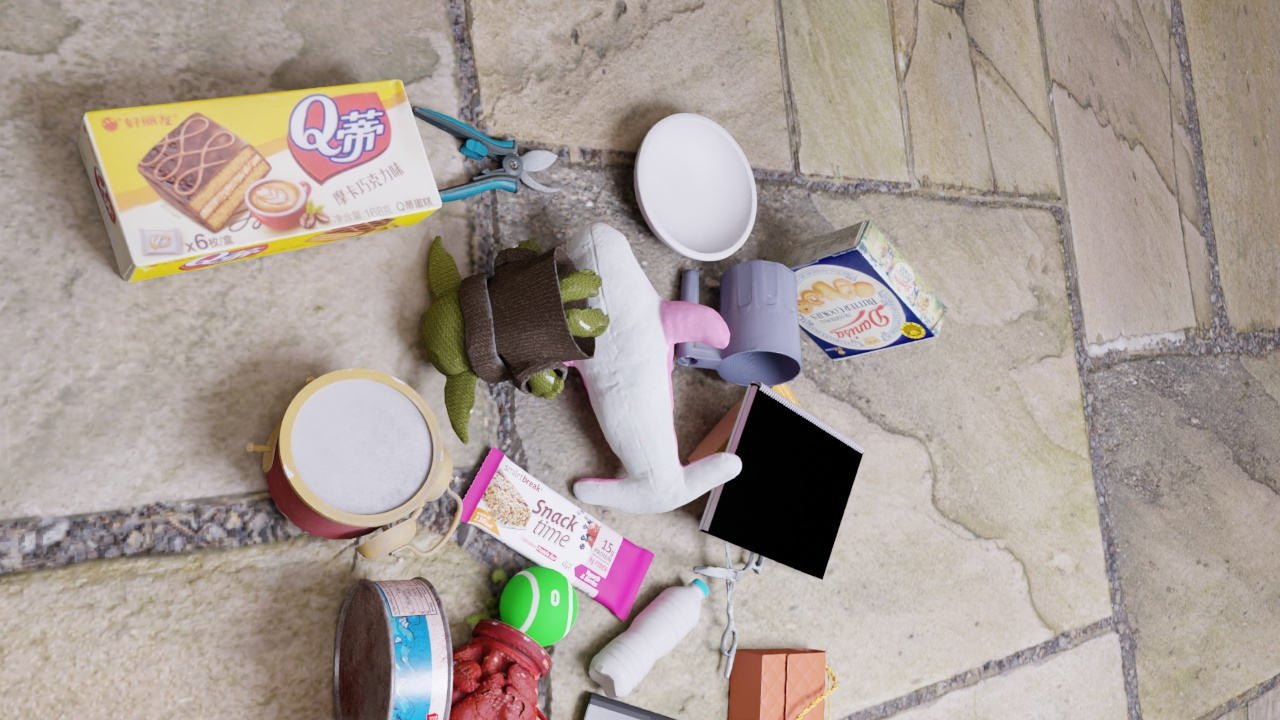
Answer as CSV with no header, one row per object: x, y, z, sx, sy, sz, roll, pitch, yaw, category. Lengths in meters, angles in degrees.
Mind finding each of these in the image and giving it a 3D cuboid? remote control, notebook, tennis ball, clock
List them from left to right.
-0.207,0.086,0.692,0.159,0.081,0.116,40,52,-13,clock
-0.085,0.206,0.769,0.065,0.065,0.065,6,80,-34,tennis ball
0.006,0.339,0.842,0.146,0.015,0.033,29,68,-28,remote control
0.148,0.125,0.915,0.206,0.016,0.149,30,77,-42,notebook

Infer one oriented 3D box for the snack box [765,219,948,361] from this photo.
0.222,-0.069,0.969,0.145,0.145,0.042,42,59,-22,snack box

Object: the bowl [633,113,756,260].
0.048,-0.170,0.927,0.149,0.043,0.149,6,80,-34,bowl

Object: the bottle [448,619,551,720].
-0.124,0.274,0.724,0.099,0.099,0.110,48,50,-19,bottle

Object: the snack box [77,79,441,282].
-0.278,-0.140,0.690,0.229,0.062,0.110,-19,94,-34,snack box

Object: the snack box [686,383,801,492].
0.120,0.092,0.940,0.125,0.040,0.088,-45,108,-30,snack box

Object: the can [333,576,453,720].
-0.181,0.223,0.662,0.044,0.130,0.130,6,80,-34,can

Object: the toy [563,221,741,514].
-0.005,0.005,0.840,0.187,0.127,0.265,-13,92,10,toy

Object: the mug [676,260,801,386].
0.099,-0.039,0.919,0.124,0.084,0.103,6,64,-6,mug

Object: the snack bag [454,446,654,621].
-0.070,0.157,0.816,0.196,0.016,0.070,38,62,-24,snack bag

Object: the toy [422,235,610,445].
-0.103,-0.031,0.750,0.078,0.153,0.179,38,39,-68,toy

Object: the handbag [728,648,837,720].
0.146,0.378,0.908,0.108,0.060,0.171,12,77,-36,handbag

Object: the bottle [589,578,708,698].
0.013,0.250,0.842,0.136,0.044,0.044,-36,104,-32,bottle

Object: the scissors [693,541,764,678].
0.089,0.223,0.895,0.141,0.014,0.175,-10,101,-55,scissors

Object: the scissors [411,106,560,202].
-0.143,-0.170,0.812,0.155,0.019,0.124,36,66,-24,scissors
